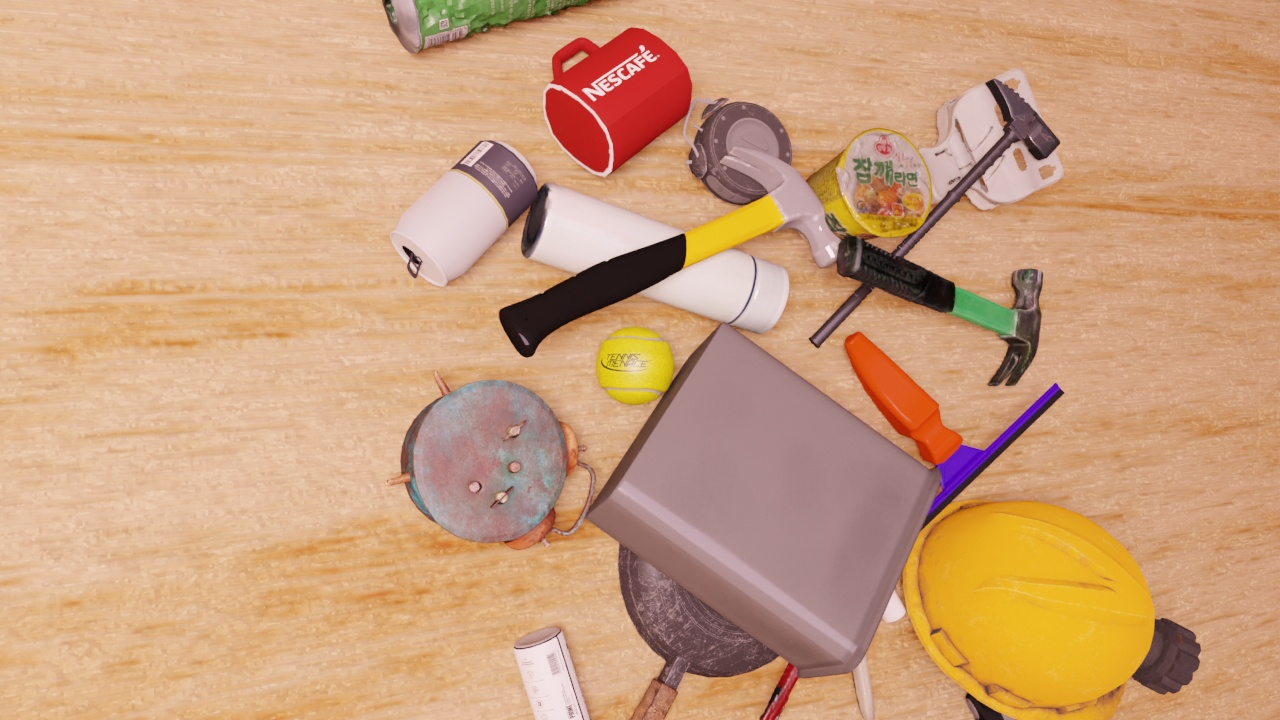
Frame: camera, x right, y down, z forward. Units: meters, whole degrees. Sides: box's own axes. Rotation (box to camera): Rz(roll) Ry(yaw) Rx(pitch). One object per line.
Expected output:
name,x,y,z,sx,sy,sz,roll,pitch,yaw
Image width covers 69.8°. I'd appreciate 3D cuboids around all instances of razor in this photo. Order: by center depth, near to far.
razor,0.369,0.302,0.897,0.060,0.057,0.156,27,67,26

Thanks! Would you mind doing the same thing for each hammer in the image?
hammer,0.028,-0.085,0.736,0.322,0.029,0.127,-27,85,-31
hammer,0.294,-0.059,0.875,0.318,0.032,0.130,14,81,-39
hammer,0.273,-0.136,0.891,0.324,0.015,0.095,-46,99,-7

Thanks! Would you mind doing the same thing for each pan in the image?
pan,0.043,0.237,0.774,0.207,0.040,0.356,35,70,-16

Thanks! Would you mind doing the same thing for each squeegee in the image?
squeegee,0.257,0.046,0.879,0.249,0.055,0.185,-42,101,-4

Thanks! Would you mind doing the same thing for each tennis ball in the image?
tennis ball,-0.005,0.005,0.765,0.065,0.065,0.065,3,82,-23

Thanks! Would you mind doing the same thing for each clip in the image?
clip,0.344,-0.213,0.953,0.151,0.110,0.126,-25,93,8

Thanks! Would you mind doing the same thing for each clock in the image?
clock,-0.104,0.084,0.709,0.157,0.073,0.121,26,74,-19
clock,0.087,-0.191,0.841,0.122,0.044,0.091,23,75,-19

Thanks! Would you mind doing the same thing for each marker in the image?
marker,0.207,0.182,0.857,0.027,0.023,0.133,-36,99,-44

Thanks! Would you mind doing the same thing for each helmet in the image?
helmet,0.383,0.218,0.836,0.255,0.132,0.204,27,61,-4

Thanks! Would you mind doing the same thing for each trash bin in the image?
trash bin,0.100,0.110,0.738,0.220,0.098,0.191,36,62,-2

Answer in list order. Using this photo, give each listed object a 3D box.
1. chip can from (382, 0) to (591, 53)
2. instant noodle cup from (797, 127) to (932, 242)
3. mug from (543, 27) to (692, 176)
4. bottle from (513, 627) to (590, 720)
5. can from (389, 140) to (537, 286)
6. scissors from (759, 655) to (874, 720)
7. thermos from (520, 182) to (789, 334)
chip can,-0.103,-0.317,0.760,0.222,0.076,0.075,-25,94,-24
instant noodle cup,0.194,-0.149,0.846,0.102,0.108,0.102,3,82,-23
mug,-0.031,-0.228,0.781,0.116,0.081,0.096,41,67,17
bottle,-0.064,0.272,0.720,0.041,0.041,0.116,-18,91,-24
can,-0.141,-0.113,0.722,0.064,0.064,0.127,45,69,-12
scissors,0.177,0.254,0.819,0.198,0.015,0.179,-51,118,-21
thermos,0.016,-0.084,0.785,0.230,0.068,0.067,16,77,-21
